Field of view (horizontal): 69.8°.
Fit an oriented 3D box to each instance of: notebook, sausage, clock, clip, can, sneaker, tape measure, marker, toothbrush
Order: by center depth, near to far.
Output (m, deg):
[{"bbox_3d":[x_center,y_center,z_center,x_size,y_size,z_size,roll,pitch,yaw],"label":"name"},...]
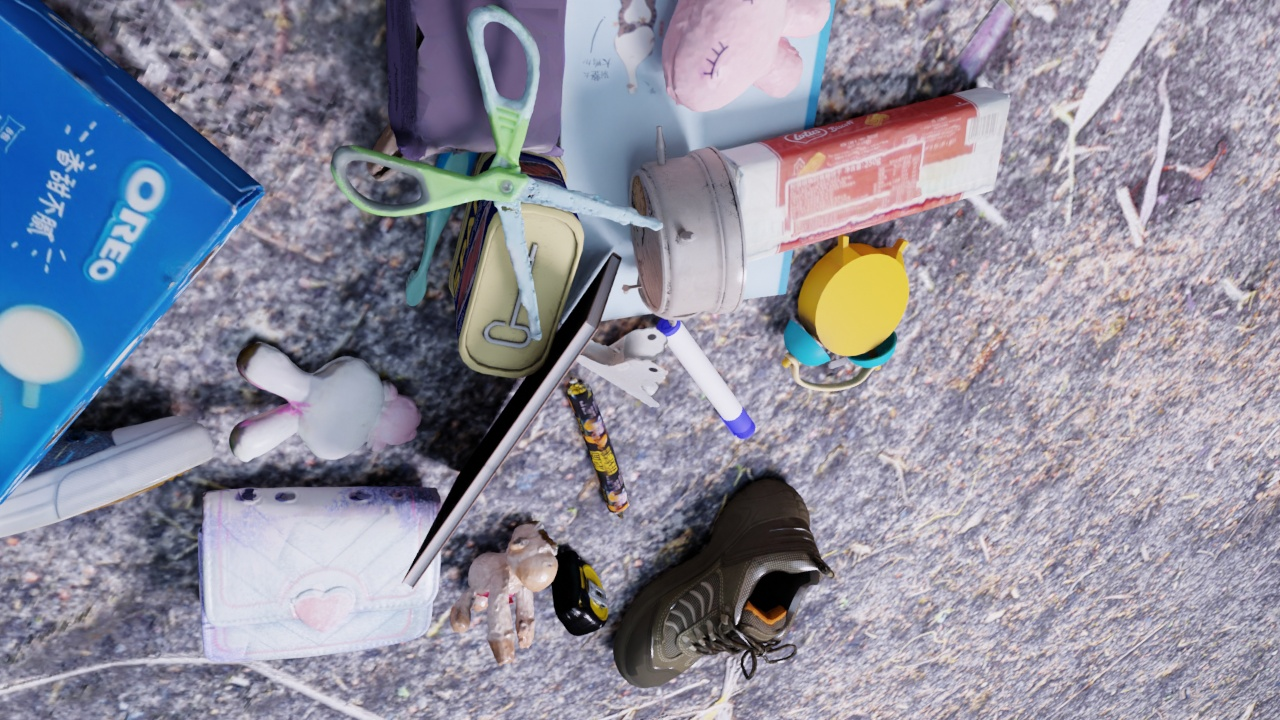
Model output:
[{"bbox_3d":[-0.133,-0.130,0.520,0.058,0.026,0.052,-12,125,-17],"label":"clip"},{"bbox_3d":[-0.375,0.062,0.526,0.235,0.087,0.079,-16,94,-18],"label":"sneaker"},{"bbox_3d":[-0.076,-0.059,0.546,0.056,0.092,0.116,10,119,-19],"label":"can"},{"bbox_3d":[-0.121,-0.094,0.558,0.022,0.017,0.135,11,115,-30],"label":"toothbrush"},{"bbox_3d":[-0.079,0.033,0.587,0.008,0.141,0.209,33,111,-9],"label":"notebook"},{"bbox_3d":[0.021,-0.066,0.587,0.061,0.103,0.157,-10,153,-10],"label":"clock"},{"bbox_3d":[0.034,-0.141,0.598,0.181,0.009,0.254,-10,127,-18],"label":"notebook"},{"bbox_3d":[-0.006,0.006,0.662,0.056,0.045,0.101,-23,140,37],"label":"clip"},{"bbox_3d":[-0.031,0.070,0.714,0.020,0.020,0.155,-23,130,-9],"label":"sausage"},{"bbox_3d":[0.052,0.016,0.714,0.020,0.020,0.141,-36,130,3],"label":"marker"},{"bbox_3d":[0.162,-0.034,0.715,0.099,0.043,0.130,1,115,-26],"label":"clock"},{"bbox_3d":[-0.050,0.198,0.768,0.034,0.061,0.061,-24,135,12],"label":"tape measure"},{"bbox_3d":[0.085,0.234,0.803,0.101,0.143,0.238,27,109,-37],"label":"sneaker"}]

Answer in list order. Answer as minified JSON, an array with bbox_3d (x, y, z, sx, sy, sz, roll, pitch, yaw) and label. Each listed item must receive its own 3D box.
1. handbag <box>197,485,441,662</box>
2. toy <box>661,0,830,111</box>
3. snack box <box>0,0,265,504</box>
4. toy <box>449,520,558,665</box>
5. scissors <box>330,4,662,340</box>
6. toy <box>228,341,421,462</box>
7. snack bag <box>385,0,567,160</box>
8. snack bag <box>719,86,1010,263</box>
[{"bbox_3d":[-0.226,0.147,0.649,0.158,0.069,0.127,2,121,-23],"label":"handbag"},{"bbox_3d":[0.064,-0.195,0.536,0.105,0.053,0.108,-3,124,-41],"label":"toy"},{"bbox_3d":[-0.327,-0.056,0.418,0.195,0.056,0.239,42,100,-17],"label":"snack box"},{"bbox_3d":[-0.098,0.178,0.736,0.106,0.074,0.085,-62,160,-2],"label":"toy"},{"bbox_3d":[-0.068,-0.093,0.466,0.171,0.023,0.172,9,105,-15],"label":"scissors"},{"bbox_3d":[-0.202,0.032,0.596,0.122,0.038,0.079,12,105,-31],"label":"toy"},{"bbox_3d":[-0.079,-0.202,0.461,0.096,0.058,0.206,-7,119,-20],"label":"snack bag"},{"bbox_3d":[0.153,-0.129,0.634,0.225,0.041,0.078,-17,129,-17],"label":"snack bag"}]
